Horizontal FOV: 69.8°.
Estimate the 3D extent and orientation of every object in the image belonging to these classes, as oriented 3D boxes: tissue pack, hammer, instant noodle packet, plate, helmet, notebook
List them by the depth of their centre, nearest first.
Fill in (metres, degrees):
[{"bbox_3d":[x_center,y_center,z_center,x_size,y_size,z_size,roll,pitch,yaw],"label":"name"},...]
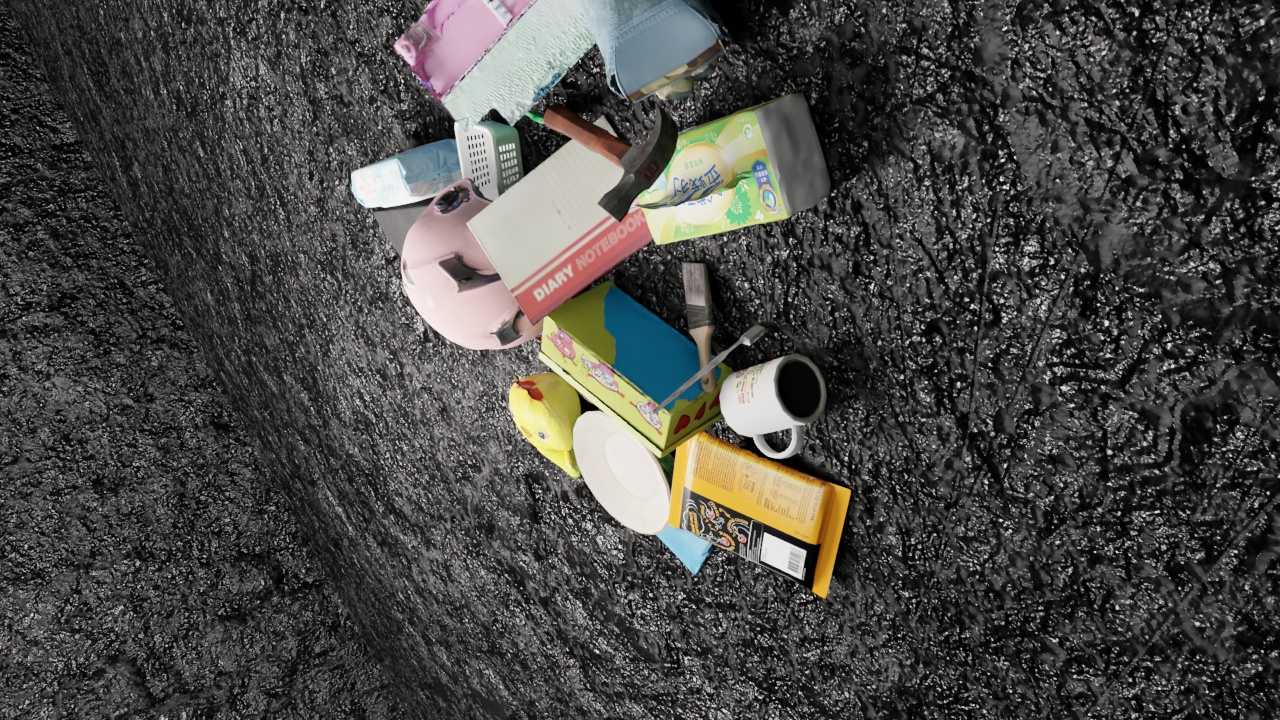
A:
[{"bbox_3d":[0.061,-0.171,0.883,0.198,0.141,0.120,-13,104,53],"label":"tissue pack"},{"bbox_3d":[-0.046,-0.234,0.967,0.028,0.111,0.300,37,-175,-32],"label":"hammer"},{"bbox_3d":[-0.084,-0.160,1.066,0.209,0.012,0.153,-35,83,15],"label":"notebook"},{"bbox_3d":[0.134,0.177,1.100,0.221,0.032,0.160,21,123,26],"label":"instant noodle packet"},{"bbox_3d":[-0.213,-0.108,1.203,0.256,0.152,0.230,8,137,43],"label":"helmet"},{"bbox_3d":[-0.020,0.147,1.240,0.189,0.027,0.189,31,136,34],"label":"plate"},{"bbox_3d":[-0.329,-0.263,1.314,0.182,0.111,0.070,1,114,50],"label":"tissue pack"}]

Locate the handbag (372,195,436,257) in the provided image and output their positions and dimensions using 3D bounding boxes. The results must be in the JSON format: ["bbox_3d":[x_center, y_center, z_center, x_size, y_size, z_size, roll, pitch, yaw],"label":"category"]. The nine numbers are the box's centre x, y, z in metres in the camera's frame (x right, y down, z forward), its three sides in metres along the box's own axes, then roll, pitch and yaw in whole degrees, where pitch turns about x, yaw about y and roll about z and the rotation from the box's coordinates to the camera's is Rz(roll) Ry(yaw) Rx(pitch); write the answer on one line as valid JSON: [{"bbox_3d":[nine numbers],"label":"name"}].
[{"bbox_3d":[-0.299,-0.153,1.398,0.176,0.072,0.196,6,123,48],"label":"handbag"}]

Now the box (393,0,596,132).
[{"bbox_3d":[-0.146,-0.362,1.008,0.231,0.035,0.159,-38,96,24],"label":"box"}]

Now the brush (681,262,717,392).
[{"bbox_3d":[0.069,-0.039,1.035,0.039,0.012,0.151,-11,84,52],"label":"brush"}]

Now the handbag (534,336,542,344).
[{"bbox_3d":[-0.149,-0.048,1.324,0.120,0.029,0.055,33,139,40],"label":"handbag"}]

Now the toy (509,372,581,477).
[{"bbox_3d":[-0.130,0.093,1.348,0.134,0.092,0.208,37,148,38],"label":"toy"}]

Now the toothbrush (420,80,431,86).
[{"bbox_3d":[-0.242,-0.362,1.219,0.183,0.018,0.016,22,158,40],"label":"toothbrush"}]

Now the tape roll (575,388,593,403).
[{"bbox_3d":[-0.069,0.018,1.280,0.093,0.013,0.093,29,133,36],"label":"tape roll"}]

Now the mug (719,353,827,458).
[{"bbox_3d":[0.144,0.053,0.986,0.090,0.073,0.105,-21,71,54],"label":"mug"}]

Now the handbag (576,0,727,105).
[{"bbox_3d":[0.001,-0.339,0.871,0.122,0.118,0.192,-29,80,15],"label":"handbag"}]

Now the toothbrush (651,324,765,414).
[{"bbox_3d":[0.074,0.009,0.959,0.010,0.181,0.010,23,136,36],"label":"toothbrush"}]

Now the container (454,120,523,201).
[{"bbox_3d":[-0.194,-0.255,1.208,0.081,0.049,0.129,26,132,38],"label":"container"}]

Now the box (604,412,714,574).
[{"bbox_3d":[0.016,0.186,1.279,0.231,0.033,0.175,44,142,20],"label":"box"}]

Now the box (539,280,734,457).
[{"bbox_3d":[-0.007,0.007,1.108,0.221,0.124,0.081,38,139,25],"label":"box"}]

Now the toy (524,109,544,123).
[{"bbox_3d":[-0.178,-0.369,1.101,0.193,0.072,0.130,57,-177,9],"label":"toy"}]
